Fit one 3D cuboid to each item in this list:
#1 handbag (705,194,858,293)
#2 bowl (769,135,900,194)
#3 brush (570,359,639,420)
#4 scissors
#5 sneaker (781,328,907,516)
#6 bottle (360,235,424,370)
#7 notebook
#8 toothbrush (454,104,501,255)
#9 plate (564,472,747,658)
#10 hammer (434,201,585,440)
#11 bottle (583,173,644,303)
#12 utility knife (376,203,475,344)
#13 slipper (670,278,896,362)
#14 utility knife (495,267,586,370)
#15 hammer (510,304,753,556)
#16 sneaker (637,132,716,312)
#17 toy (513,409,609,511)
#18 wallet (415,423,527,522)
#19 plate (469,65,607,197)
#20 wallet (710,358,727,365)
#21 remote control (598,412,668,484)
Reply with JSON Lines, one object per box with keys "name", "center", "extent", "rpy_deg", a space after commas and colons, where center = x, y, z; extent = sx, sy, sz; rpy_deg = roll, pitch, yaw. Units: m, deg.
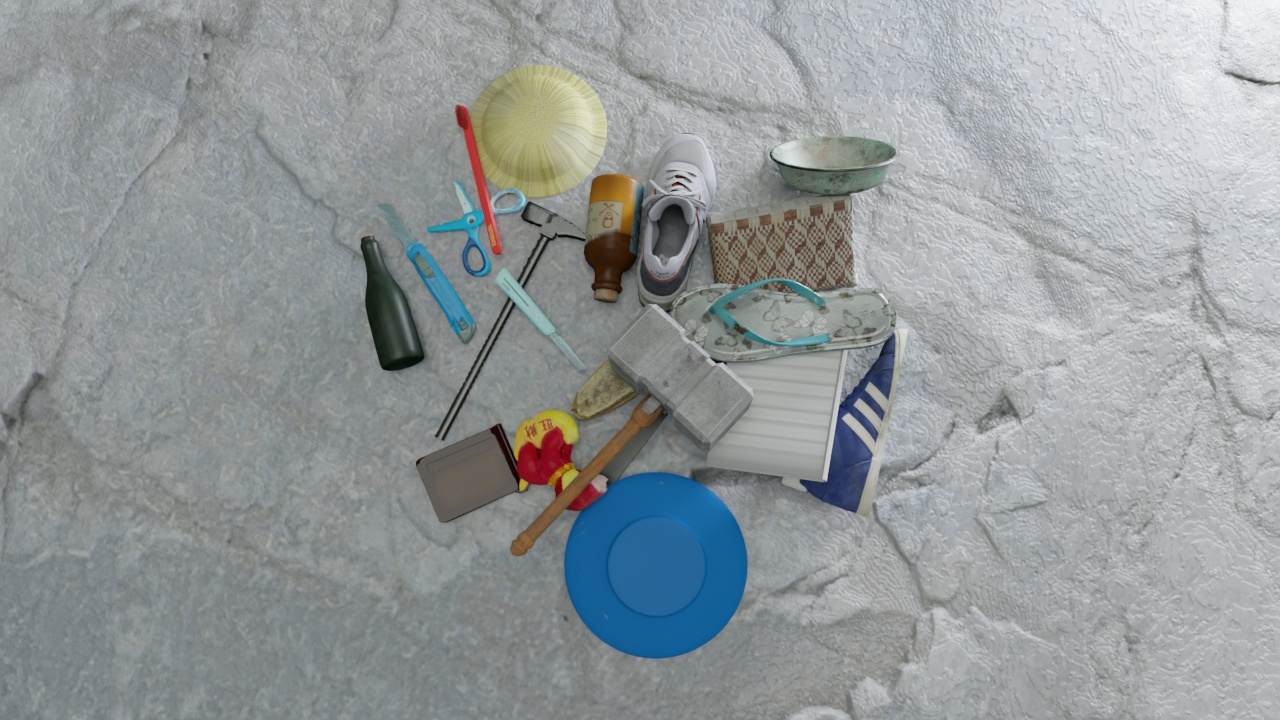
{"name": "handbag", "center": [0.176, -0.137, 1.144], "extent": [0.186, 0.047, 0.124], "rpy_deg": [-9, 117, -1]}
{"name": "bowl", "center": [0.241, -0.242, 1.144], "extent": [0.157, 0.157, 0.039], "rpy_deg": [-4, 118, 0]}
{"name": "brush", "center": [-0.007, 0.007, 1.146], "extent": [0.195, 0.043, 0.059], "rpy_deg": [-38, 82, -6]}
{"name": "scissors", "center": [-0.211, -0.174, 1.194], "extent": [0.134, 0.011, 0.139], "rpy_deg": [-11, 83, 0]}
{"name": "sneaker", "center": [0.242, 0.063, 1.119], "extent": [0.118, 0.091, 0.233], "rpy_deg": [12, 81, 14]}
{"name": "bottle", "center": [-0.323, -0.076, 1.160], "extent": [0.055, 0.055, 0.174], "rpy_deg": [-18, 80, -2]}
{"name": "notebook", "center": [0.168, 0.036, 1.102], "extent": [0.143, 0.009, 0.209], "rpy_deg": [5, 69, 22]}
{"name": "toothbrush", "center": [-0.211, -0.236, 1.188], "extent": [0.012, 0.017, 0.212], "rpy_deg": [-20, 77, 24]}
{"name": "plate", "center": [0.019, 0.248, 1.112], "extent": [0.224, 0.024, 0.224], "rpy_deg": [0, 84, -1]}
{"name": "hammer", "center": [-0.174, -0.042, 1.173], "extent": [0.095, 0.015, 0.324], "rpy_deg": [26, 83, 4]}
{"name": "bottle", "center": [-0.036, -0.151, 1.159], "extent": [0.068, 0.068, 0.157], "rpy_deg": [5, 82, 2]}
{"name": "utility knife", "center": [-0.277, -0.117, 1.186], "extent": [0.031, 0.015, 0.221], "rpy_deg": [-35, 81, -9]}
{"name": "slipper", "center": [0.166, -0.047, 1.089], "extent": [0.269, 0.055, 0.098], "rpy_deg": [2, 78, 10]}
{"name": "utility knife", "center": [-0.125, -0.050, 1.161], "extent": [0.022, 0.015, 0.166], "rpy_deg": [-41, 88, -6]}
{"name": "hammer", "center": [-0.035, 0.105, 1.055], "extent": [0.163, 0.083, 0.317], "rpy_deg": [42, 82, 11]}
{"name": "sneaker", "center": [0.045, -0.185, 1.133], "extent": [0.089, 0.124, 0.239], "rpy_deg": [9, 82, 2]}
{"name": "toy", "center": [-0.107, 0.127, 1.120], "extent": [0.106, 0.067, 0.137], "rpy_deg": [-40, 69, 9]}
{"name": "wallet", "center": [-0.210, 0.143, 1.144], "extent": [0.115, 0.018, 0.091], "rpy_deg": [-24, 81, -4]}
{"name": "plate", "center": [-0.137, -0.308, 1.200], "extent": [0.184, 0.036, 0.184], "rpy_deg": [0, 81, 1]}
{"name": "wallet", "center": [0.111, 0.030, 1.150], "extent": [0.099, 0.031, 0.119], "rpy_deg": [12, 76, 4]}
{"name": "remote control", "center": [-0.012, 0.100, 1.148], "extent": [0.034, 0.013, 0.150], "rpy_deg": [37, 85, 6]}
